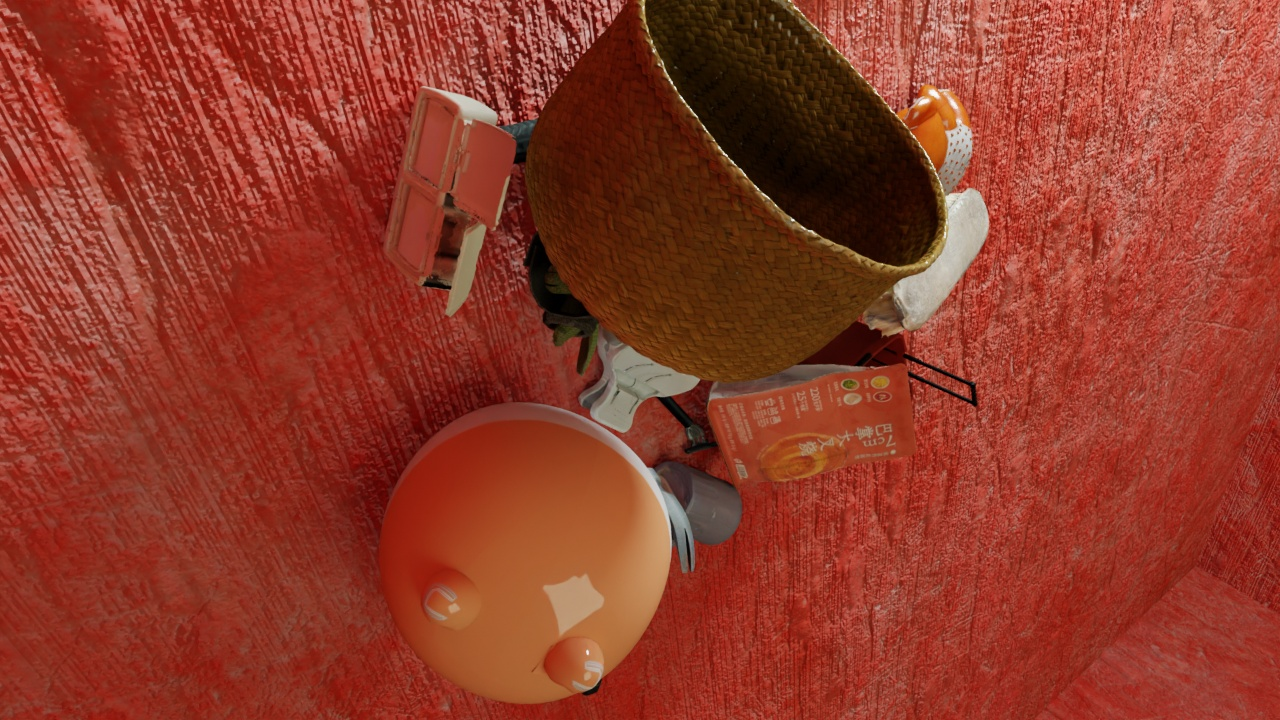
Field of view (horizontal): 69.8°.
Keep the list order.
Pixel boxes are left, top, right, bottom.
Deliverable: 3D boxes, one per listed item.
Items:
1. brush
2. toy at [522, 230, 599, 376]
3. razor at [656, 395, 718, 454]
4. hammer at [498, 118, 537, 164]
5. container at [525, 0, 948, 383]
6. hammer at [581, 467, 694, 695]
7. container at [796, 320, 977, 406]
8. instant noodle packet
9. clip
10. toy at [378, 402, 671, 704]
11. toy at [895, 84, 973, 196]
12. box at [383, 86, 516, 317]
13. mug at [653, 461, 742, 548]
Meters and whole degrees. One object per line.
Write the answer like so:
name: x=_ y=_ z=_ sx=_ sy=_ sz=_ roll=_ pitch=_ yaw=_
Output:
brush: x=0.354 y=-0.123 z=1.117 sx=0.270 sy=0.057 sz=0.083 roll=-45 pitch=117 yaw=-36
toy: x=-0.053 y=-0.080 z=0.819 sx=0.152 sy=0.078 sz=0.179 roll=19 pitch=82 yaw=-84
razor: x=0.045 y=0.063 z=1.073 sx=0.043 sy=0.022 sz=0.144 roll=-18 pitch=136 yaw=21
hammer: x=-0.022 y=-0.213 z=0.828 sx=0.318 sy=0.032 sz=0.130 roll=-20 pitch=128 yaw=-30
container: x=0.063 y=-0.134 z=0.702 sx=0.306 sy=0.306 sz=0.197 roll=4 pitch=145 yaw=-42
hammer: x=-0.017 y=0.284 z=1.080 sx=0.025 sy=0.118 sz=0.334 roll=-5 pitch=132 yaw=-36
container: x=0.290 y=0.036 z=1.133 sx=0.127 sy=0.201 sz=0.148 roll=-40 pitch=136 yaw=-15
instant noodle packet: x=0.202 y=0.070 z=1.067 sx=0.083 sy=0.221 sz=0.164 roll=-77 pitch=154 yaw=-42
clip: x=0.004 y=0.010 z=0.962 sx=0.126 sy=0.096 sz=0.152 roll=31 pitch=84 yaw=-45
toy: x=-0.105 y=0.180 z=0.824 sx=0.262 sy=0.280 sz=0.266 roll=30 pitch=101 yaw=-11
toy: x=0.317 y=-0.240 z=1.068 sx=0.172 sy=0.093 sz=0.164 roll=-6 pitch=124 yaw=-53
box: x=-0.142 y=-0.119 z=0.674 sx=0.050 sy=0.184 sz=0.144 roll=4 pitch=109 yaw=-35
mug: x=0.046 y=0.184 z=1.118 sx=0.124 sy=0.083 sz=0.104 roll=-36 pitch=141 yaw=22
